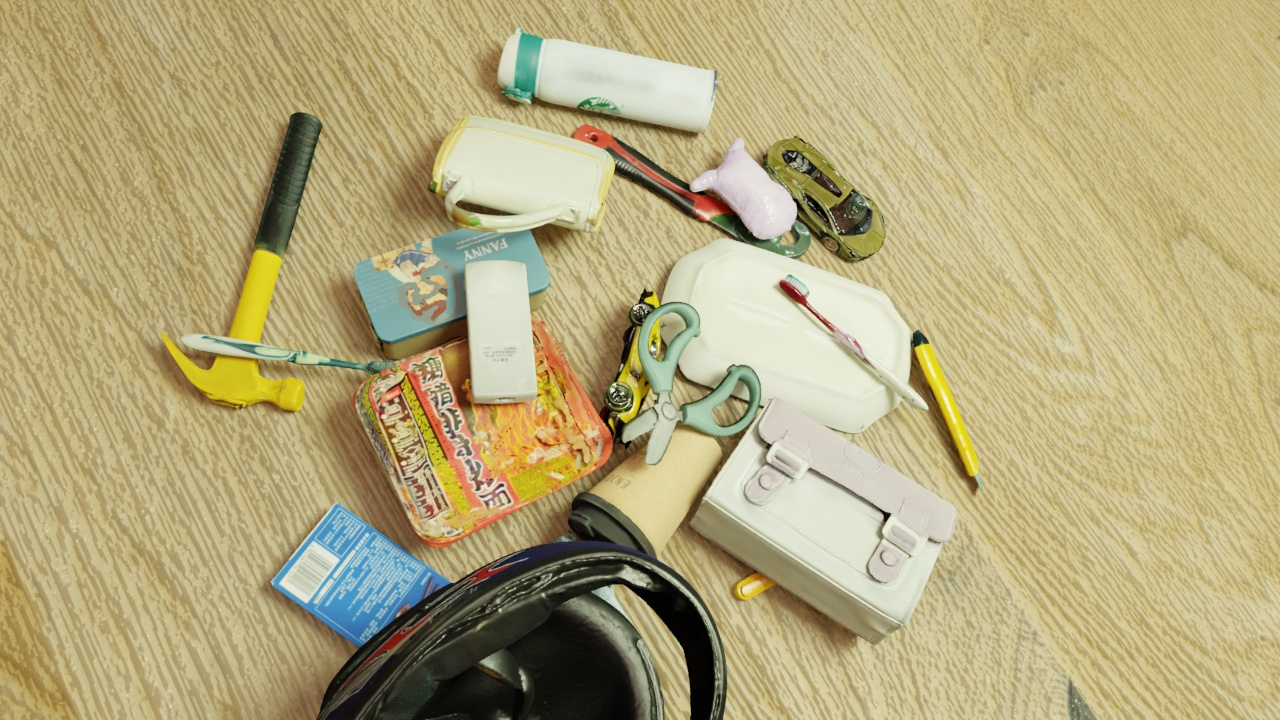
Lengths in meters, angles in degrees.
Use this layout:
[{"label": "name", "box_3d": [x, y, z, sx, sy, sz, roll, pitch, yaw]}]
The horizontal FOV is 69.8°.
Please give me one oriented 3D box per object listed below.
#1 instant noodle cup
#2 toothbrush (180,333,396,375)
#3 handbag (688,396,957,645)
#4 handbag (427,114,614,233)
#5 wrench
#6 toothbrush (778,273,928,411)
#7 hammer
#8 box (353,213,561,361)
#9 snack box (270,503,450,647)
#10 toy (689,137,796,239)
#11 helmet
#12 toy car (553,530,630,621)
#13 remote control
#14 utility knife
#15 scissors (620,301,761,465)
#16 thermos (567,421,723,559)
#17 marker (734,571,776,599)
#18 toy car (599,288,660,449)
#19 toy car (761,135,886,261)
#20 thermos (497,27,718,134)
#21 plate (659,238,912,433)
[{"label": "instant noodle cup", "box_3d": [-0.137, 0.061, 0.813, 0.188, 0.079, 0.164, -25, 75, -17]}, {"label": "toothbrush", "box_3d": [-0.307, -0.005, 0.809, 0.191, 0.018, 0.016, 9, 70, -7]}, {"label": "handbag", "box_3d": [0.166, 0.136, 0.821, 0.197, 0.099, 0.144, 32, 55, 9]}, {"label": "handbag", "box_3d": [-0.111, -0.166, 0.859, 0.163, 0.063, 0.178, 14, 33, -4]}, {"label": "wrench", "box_3d": [0.052, -0.175, 0.960, 0.273, 0.016, 0.056, 27, 65, 1]}, {"label": "toothbrush", "box_3d": [0.207, -0.017, 0.886, 0.187, 0.016, 0.017, 42, 61, 3]}, {"label": "hammer", "box_3d": [-0.351, -0.100, 0.862, 0.128, 0.033, 0.300, 10, 70, -7]}, {"label": "box", "box_3d": [-0.170, -0.071, 0.865, 0.184, 0.062, 0.089, -24, 77, -14]}, {"label": "snack box", "box_3d": [-0.222, 0.200, 0.779, 0.157, 0.026, 0.084, 34, 69, 4]}, {"label": "toy", "box_3d": [0.112, -0.169, 0.939, 0.108, 0.039, 0.083, 46, 72, 2]}, {"label": "helmet", "box_3d": [-0.087, 0.268, 0.657, 0.315, 0.240, 0.247, -44, 87, -10]}, {"label": "toy car", "box_3d": [-0.037, 0.202, 0.793, 0.036, 0.054, 0.120, -33, 79, -16]}, {"label": "remote control", "box_3d": [-0.123, -0.027, 0.803, 0.056, 0.019, 0.135, -3, 65, -13]}, {"label": "utility knife", "box_3d": [0.305, 0.051, 0.911, 0.033, 0.015, 0.173, -3, 71, -57]}, {"label": "scissors", "box_3d": [0.050, 0.035, 0.817, 0.169, 0.019, 0.177, 30, 54, -19]}, {"label": "thermos", "box_3d": [0.007, 0.119, 0.815, 0.093, 0.093, 0.143, 41, 63, 6]}, {"label": "marker", "box_3d": [0.141, 0.187, 0.847, 0.123, 0.015, 0.018, -23, 82, -18]}, {"label": "toy car", "box_3d": [-0.005, 0.005, 0.858, 0.041, 0.071, 0.155, 15, 68, -2]}, {"label": "toy car", "box_3d": [0.196, -0.172, 0.970, 0.158, 0.042, 0.070, 43, 70, 4]}, {"label": "thermos", "box_3d": [-0.036, -0.289, 0.961, 0.224, 0.073, 0.073, 10, 69, -5]}, {"label": "plate", "box_3d": [0.150, -0.031, 0.905, 0.265, 0.034, 0.161, 19, 72, -5]}]
